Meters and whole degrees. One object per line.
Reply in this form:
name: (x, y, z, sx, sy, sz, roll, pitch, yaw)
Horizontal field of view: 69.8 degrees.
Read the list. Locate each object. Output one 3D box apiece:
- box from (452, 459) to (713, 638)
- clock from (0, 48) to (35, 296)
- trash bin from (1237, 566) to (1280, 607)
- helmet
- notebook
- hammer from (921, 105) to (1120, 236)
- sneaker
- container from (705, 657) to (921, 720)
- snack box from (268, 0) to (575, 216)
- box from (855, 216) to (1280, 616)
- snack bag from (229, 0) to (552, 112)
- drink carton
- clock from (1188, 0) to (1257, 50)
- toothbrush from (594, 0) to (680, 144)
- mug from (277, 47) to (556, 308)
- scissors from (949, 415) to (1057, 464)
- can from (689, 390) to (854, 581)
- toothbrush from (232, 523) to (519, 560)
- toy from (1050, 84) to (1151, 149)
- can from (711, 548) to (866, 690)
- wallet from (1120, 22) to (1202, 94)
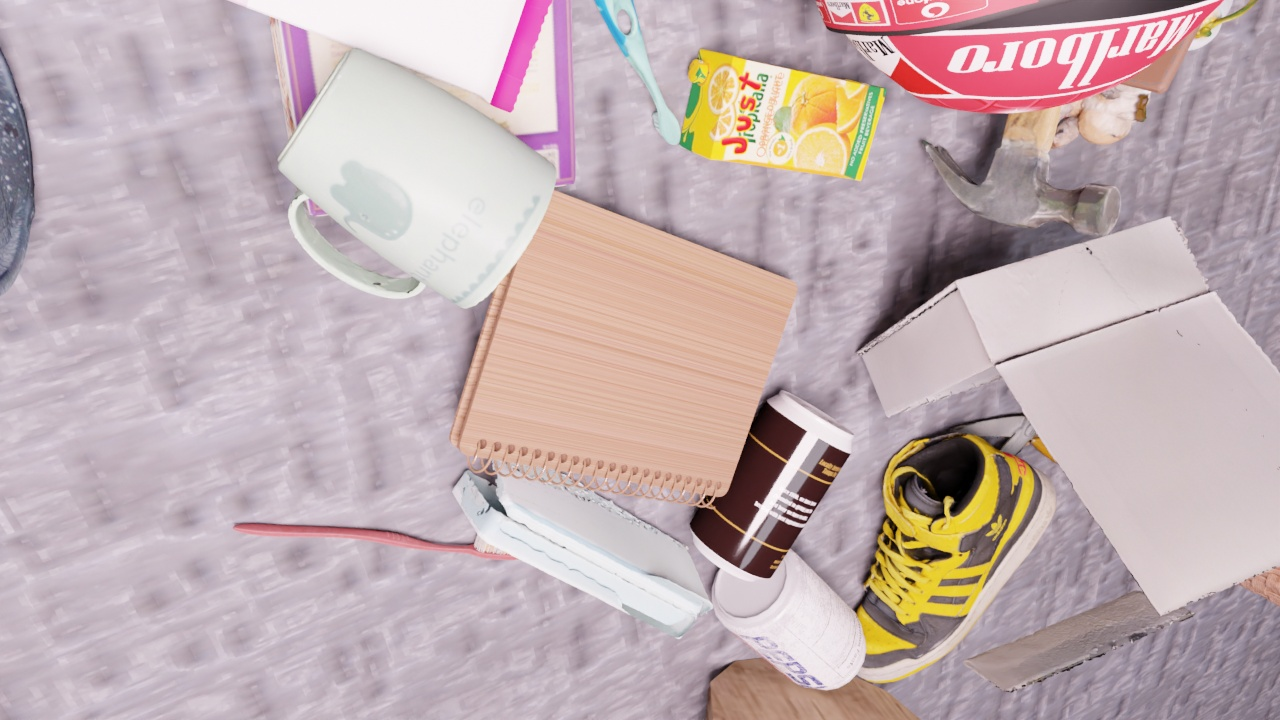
box: (-0.034, 0.128, 0.617, 0.071, 0.085, 0.199, -34, 129, 25)
clock: (-0.286, -0.097, 0.349, 0.060, 0.116, 0.162, -3, 114, -14)
trash bin: (0.561, 0.139, 0.857, 0.151, 0.210, 0.151, -11, 117, -23)
helmet: (0.190, -0.243, 0.474, 0.271, 0.197, 0.225, -10, 114, -3)
notebook: (-0.003, 0.003, 0.581, 0.210, 0.022, 0.169, 15, 96, -36)
hammer: (0.273, -0.251, 0.587, 0.033, 0.132, 0.330, 4, 101, -42)
sneaker: (0.233, 0.164, 0.770, 0.122, 0.086, 0.239, 33, 98, -32)
container: (0.126, 0.378, 0.741, 0.226, 0.227, 0.196, 5, 104, -30)
snack box: (-0.106, -0.155, 0.459, 0.143, 0.040, 0.148, -11, 118, -23)
box: (0.302, 0.021, 0.530, 0.166, 0.412, 0.149, -17, 116, -13)
snack bag: (-0.133, -0.174, 0.400, 0.196, 0.016, 0.070, 13, 109, -31)
drink carton: (0.085, -0.150, 0.565, 0.122, 0.041, 0.058, 1, 113, -28)
clock: (0.363, -0.248, 0.620, 0.057, 0.117, 0.083, 39, 92, -29)
toothbrush: (-0.006, -0.183, 0.517, 0.022, 0.017, 0.135, -32, 122, -11)
mug: (-0.113, -0.076, 0.426, 0.104, 0.084, 0.112, 32, 125, -25)
scissors: (0.371, 0.058, 0.834, 0.226, 0.016, 0.225, 37, 93, -35)
can: (0.095, 0.092, 0.669, 0.072, 0.072, 0.128, 26, 99, -35)
toothbrush: (-0.158, 0.111, 0.578, 0.184, 0.015, 0.016, 11, 104, -31)
toy: (0.308, -0.175, 0.638, 0.085, 0.106, 0.074, -14, 99, -31)
can: (0.121, 0.206, 0.735, 0.078, 0.078, 0.136, -45, 126, -2)
wallet: (0.301, -0.227, 0.595, 0.013, 0.121, 0.087, 11, 108, -47)
